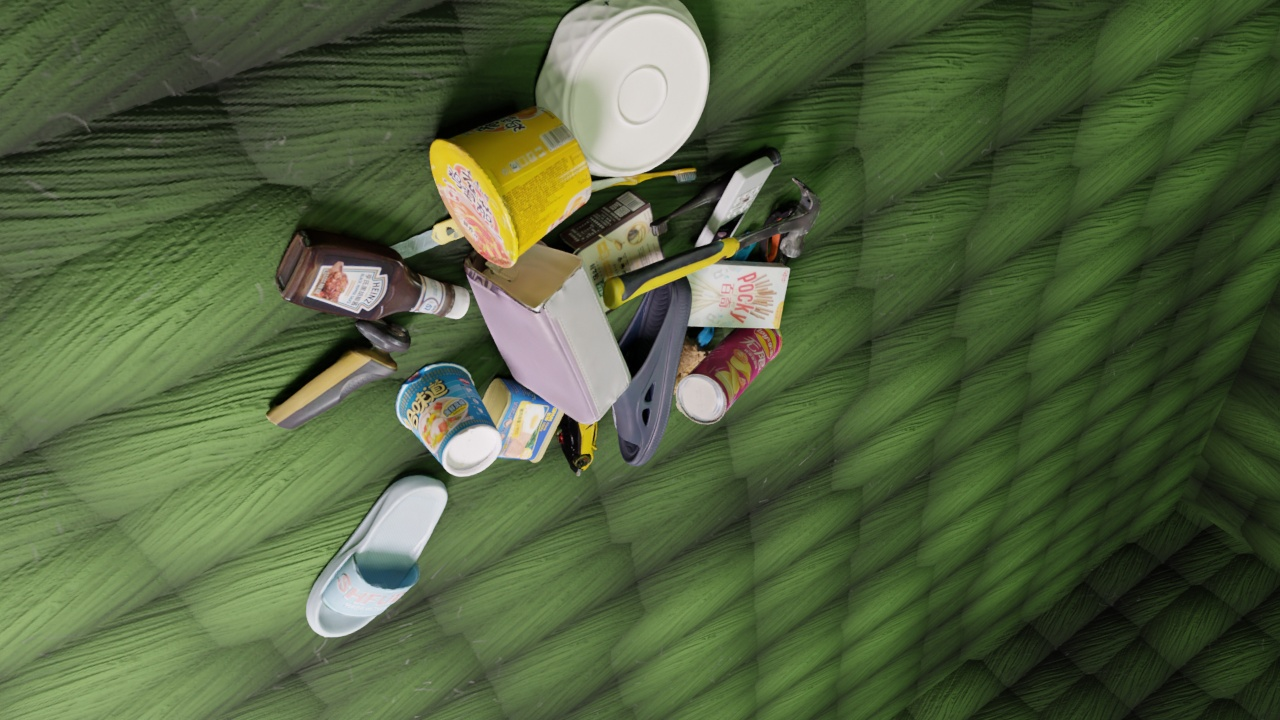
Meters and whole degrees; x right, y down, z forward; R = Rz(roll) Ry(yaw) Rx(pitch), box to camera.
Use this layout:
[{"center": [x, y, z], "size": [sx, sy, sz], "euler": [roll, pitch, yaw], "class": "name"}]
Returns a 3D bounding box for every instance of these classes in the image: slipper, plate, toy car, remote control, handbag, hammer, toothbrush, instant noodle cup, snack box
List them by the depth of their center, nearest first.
[{"center": [-0.123, -0.177, 0.901], "size": [0.109, 0.138, 0.138], "euler": [-36, 139, -24], "class": "instant noodle cup"}, {"center": [-0.009, -0.284, 0.964], "size": [0.204, 0.045, 0.205], "euler": [-21, 134, -24], "class": "plate"}, {"center": [-0.103, -0.038, 1.017], "size": [0.098, 0.145, 0.197], "euler": [-51, 144, -26], "class": "handbag"}, {"center": [-0.212, 0.072, 1.041], "size": [0.099, 0.110, 0.099], "euler": [-22, 135, -24], "class": "instant noodle cup"}, {"center": [-0.013, -0.202, 1.047], "size": [0.191, 0.016, 0.018], "euler": [-15, 86, -31], "class": "toothbrush"}, {"center": [-0.035, -0.117, 1.072], "size": [0.125, 0.053, 0.113], "euler": [-33, 137, -14], "class": "snack box"}, {"center": [0.093, -0.134, 1.093], "size": [0.322, 0.032, 0.126], "euler": [-24, 149, -29], "class": "hammer"}, {"center": [0.090, -0.202, 1.095], "size": [0.212, 0.026, 0.027], "euler": [-35, 133, -28], "class": "toothbrush"}, {"center": [0.112, -0.184, 1.112], "size": [0.058, 0.021, 0.150], "euler": [-32, 164, -32], "class": "remote control"}, {"center": [-0.314, 0.249, 1.131], "size": [0.104, 0.074, 0.245], "euler": [24, 105, -48], "class": "slipper"}, {"center": [-0.007, 0.007, 1.172], "size": [0.083, 0.110, 0.269], "euler": [5, 114, -22], "class": "slipper"}, {"center": [-0.082, 0.079, 1.183], "size": [0.041, 0.071, 0.156], "euler": [-17, 134, -23], "class": "toy car"}, {"center": [0.116, -0.087, 1.199], "size": [0.156, 0.027, 0.085], "euler": [1, 109, -21], "class": "snack box"}]

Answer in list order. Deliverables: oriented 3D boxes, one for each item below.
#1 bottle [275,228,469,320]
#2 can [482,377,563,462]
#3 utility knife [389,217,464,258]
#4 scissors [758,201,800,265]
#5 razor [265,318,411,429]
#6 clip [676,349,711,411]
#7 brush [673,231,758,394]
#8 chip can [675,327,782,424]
[{"center": [-0.262, -0.076, 0.929], "size": [0.194, 0.044, 0.080], "euler": [12, 121, -45], "class": "bottle"}, {"center": [-0.153, 0.073, 1.131], "size": [0.083, 0.057, 0.102], "euler": [10, 115, -41], "class": "can"}, {"center": [-0.177, -0.145, 0.965], "size": [0.210, 0.022, 0.031], "euler": [-21, 129, -12], "class": "utility knife"}, {"center": [0.171, -0.109, 1.263], "size": [0.141, 0.022, 0.235], "euler": [-4, 123, -51], "class": "scissors"}, {"center": [-0.317, 0.014, 0.960], "size": [0.167, 0.062, 0.067], "euler": [-36, 108, -2], "class": "razor"}, {"center": [0.091, 0.032, 1.316], "size": [0.071, 0.034, 0.100], "euler": [1, 130, -40], "class": "clip"}, {"center": [0.092, -0.059, 1.240], "size": [0.083, 0.046, 0.255], "euler": [14, 109, -40], "class": "brush"}, {"center": [0.121, 0.009, 1.216], "size": [0.209, 0.071, 0.072], "euler": [-41, 150, -54], "class": "chip can"}]
